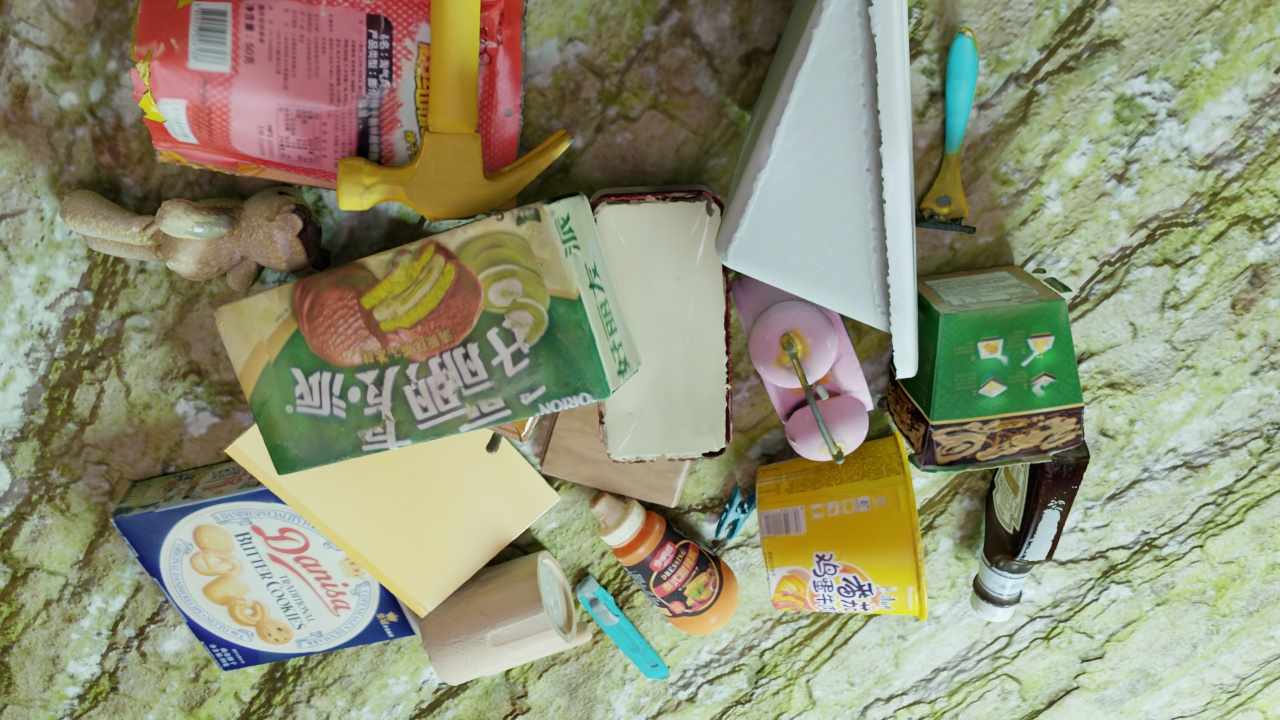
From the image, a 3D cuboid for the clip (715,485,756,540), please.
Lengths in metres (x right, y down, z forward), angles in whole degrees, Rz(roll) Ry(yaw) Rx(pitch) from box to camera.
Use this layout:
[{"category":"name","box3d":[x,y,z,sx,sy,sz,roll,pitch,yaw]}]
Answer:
[{"category":"clip","box3d":[0.078,0.124,0.743,0.047,0.014,0.057,17,122,-15]}]

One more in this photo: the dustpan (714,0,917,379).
[{"category":"dustpan","box3d":[0.133,-0.126,0.465,0.142,0.222,0.258,20,132,-2]}]

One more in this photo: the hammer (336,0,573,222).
[{"category":"hammer","box3d":[-0.093,-0.218,0.468,0.128,0.033,0.301,-2,115,-17]}]

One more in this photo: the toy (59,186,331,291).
[{"category":"toy","box3d":[-0.275,-0.082,0.569,0.157,0.066,0.105,4,156,0]}]

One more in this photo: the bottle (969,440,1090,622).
[{"category":"bottle","box3d":[0.295,0.127,0.714,0.044,0.079,0.195,1,125,1]}]

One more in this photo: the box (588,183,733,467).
[{"category":"box","box3d":[0.010,-0.022,0.576,0.091,0.080,0.168,-3,105,-1]}]

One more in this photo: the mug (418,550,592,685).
[{"category":"mug","box3d":[-0.108,0.220,0.762,0.103,0.084,0.125,-20,137,9]}]

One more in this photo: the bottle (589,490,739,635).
[{"category":"bottle","box3d":[0.015,0.157,0.737,0.067,0.066,0.149,-37,110,20]}]

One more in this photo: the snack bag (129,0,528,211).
[{"category":"snack bag","box3d":[-0.170,-0.155,0.521,0.207,0.073,0.129,3,113,-11]}]

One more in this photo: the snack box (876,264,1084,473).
[{"category":"snack box","box3d":[0.225,-0.002,0.617,0.117,0.118,0.106,-8,111,2]}]

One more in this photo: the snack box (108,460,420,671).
[{"category":"snack box","box3d":[-0.287,0.159,0.730,0.182,0.045,0.178,-12,122,6]}]

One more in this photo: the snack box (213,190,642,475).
[{"category":"snack box","box3d":[-0.130,-0.013,0.551,0.240,0.063,0.114,-13,101,20]}]

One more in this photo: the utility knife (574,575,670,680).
[{"category":"utility knife","box3d":[-0.015,0.241,0.815,0.029,0.013,0.151,-23,122,19]}]

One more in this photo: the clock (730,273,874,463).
[{"category":"clock","box3d":[0.103,-0.004,0.573,0.060,0.158,0.117,-21,121,10]}]

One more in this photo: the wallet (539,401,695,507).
[{"category":"wallet","box3d":[-0.011,0.057,0.692,0.115,0.020,0.101,14,120,-8]}]

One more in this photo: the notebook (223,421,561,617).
[{"category":"notebook","box3d":[-0.172,0.083,0.673,0.146,0.010,0.206,-41,119,-4]}]

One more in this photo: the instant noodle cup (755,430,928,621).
[{"category":"instant noodle cup","box3d":[0.147,0.127,0.683,0.110,0.137,0.138,-8,124,12]}]

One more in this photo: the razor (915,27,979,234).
[{"category":"razor","box3d":[0.193,-0.139,0.565,0.043,0.028,0.133,13,130,25]}]

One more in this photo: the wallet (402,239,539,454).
[{"category":"wallet","box3d":[-0.120,-0.005,0.630,0.130,0.035,0.119,21,103,-16]}]
